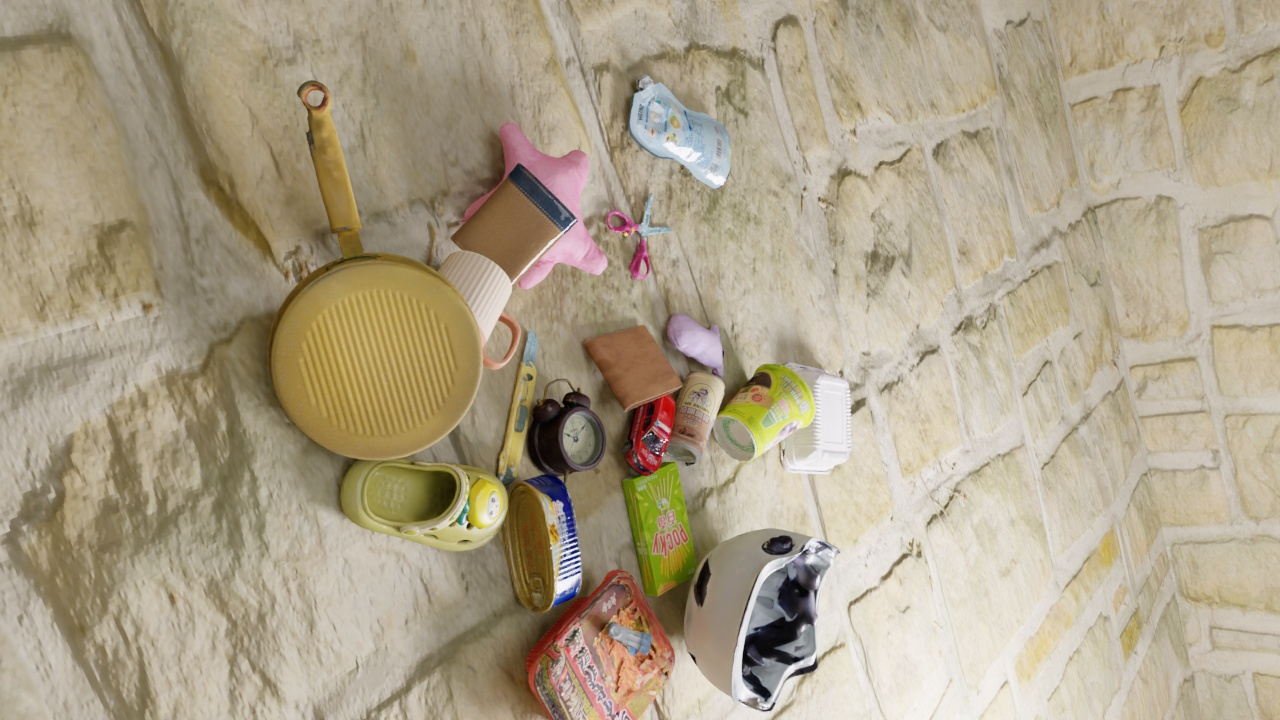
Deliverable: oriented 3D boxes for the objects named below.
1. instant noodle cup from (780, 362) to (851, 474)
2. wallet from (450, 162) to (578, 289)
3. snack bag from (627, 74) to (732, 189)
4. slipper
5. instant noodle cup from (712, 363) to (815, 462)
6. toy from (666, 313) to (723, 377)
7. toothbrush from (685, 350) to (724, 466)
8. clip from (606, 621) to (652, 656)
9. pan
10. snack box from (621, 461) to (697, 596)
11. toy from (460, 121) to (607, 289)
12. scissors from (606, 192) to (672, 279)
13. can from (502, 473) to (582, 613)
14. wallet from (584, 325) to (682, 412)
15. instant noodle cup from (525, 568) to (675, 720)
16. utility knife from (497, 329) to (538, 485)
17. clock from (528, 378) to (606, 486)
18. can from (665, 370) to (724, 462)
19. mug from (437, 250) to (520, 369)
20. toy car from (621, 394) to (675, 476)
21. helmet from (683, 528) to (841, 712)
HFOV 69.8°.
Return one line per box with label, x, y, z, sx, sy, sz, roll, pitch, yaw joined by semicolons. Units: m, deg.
instant noodle cup;0.284;0.092;1.455;0.137;0.060;0.173;9;77;-45
wallet;-0.138;-0.144;1.005;0.090;0.033;0.115;43;88;-14
snack bag;0.055;-0.321;1.289;0.190;0.039;0.110;19;77;-41
slipper;-0.206;0.145;0.929;0.190;0.082;0.091;18;74;-40
instant noodle cup;0.170;0.081;1.311;0.123;0.112;0.112;-36;110;-35
toy;0.078;-0.030;1.274;0.108;0.039;0.083;23;51;-38
toothbrush;0.095;0.064;1.294;0.014;0.018;0.188;39;57;-33
clip;-0.015;0.312;1.037;0.058;0.045;0.027;37;56;-23
pan;-0.264;-0.080;0.859;0.197;0.078;0.358;-14;106;-15
snack box;0.027;0.218;1.197;0.085;0.026;0.156;-15;96;-45
toy;-0.126;-0.181;1.060;0.178;0.075;0.194;-11;90;-34
scissors;0.003;-0.166;1.232;0.133;0.017;0.131;-10;89;-50
can;-0.109;0.203;1.025;0.049;0.075;0.148;-10;93;-50
wallet;-0.007;0.007;1.169;0.115;0.020;0.101;-17;72;-48
instant noodle cup;-0.053;0.351;1.059;0.188;0.079;0.164;-41;114;-40
utility knife;-0.140;0.055;1.058;0.031;0.020;0.187;27;62;-47
clock;-0.087;0.082;1.075;0.081;0.055;0.122;-15;94;-46
can;0.071;0.075;1.237;0.058;0.059;0.116;43;56;-34
mug;-0.180;-0.044;0.969;0.114;0.082;0.105;33;58;-14
toy car;0.013;0.090;1.176;0.053;0.045;0.120;39;48;-30
helmet;0.139;0.321;1.203;0.258;0.146;0.229;-10;111;-49
